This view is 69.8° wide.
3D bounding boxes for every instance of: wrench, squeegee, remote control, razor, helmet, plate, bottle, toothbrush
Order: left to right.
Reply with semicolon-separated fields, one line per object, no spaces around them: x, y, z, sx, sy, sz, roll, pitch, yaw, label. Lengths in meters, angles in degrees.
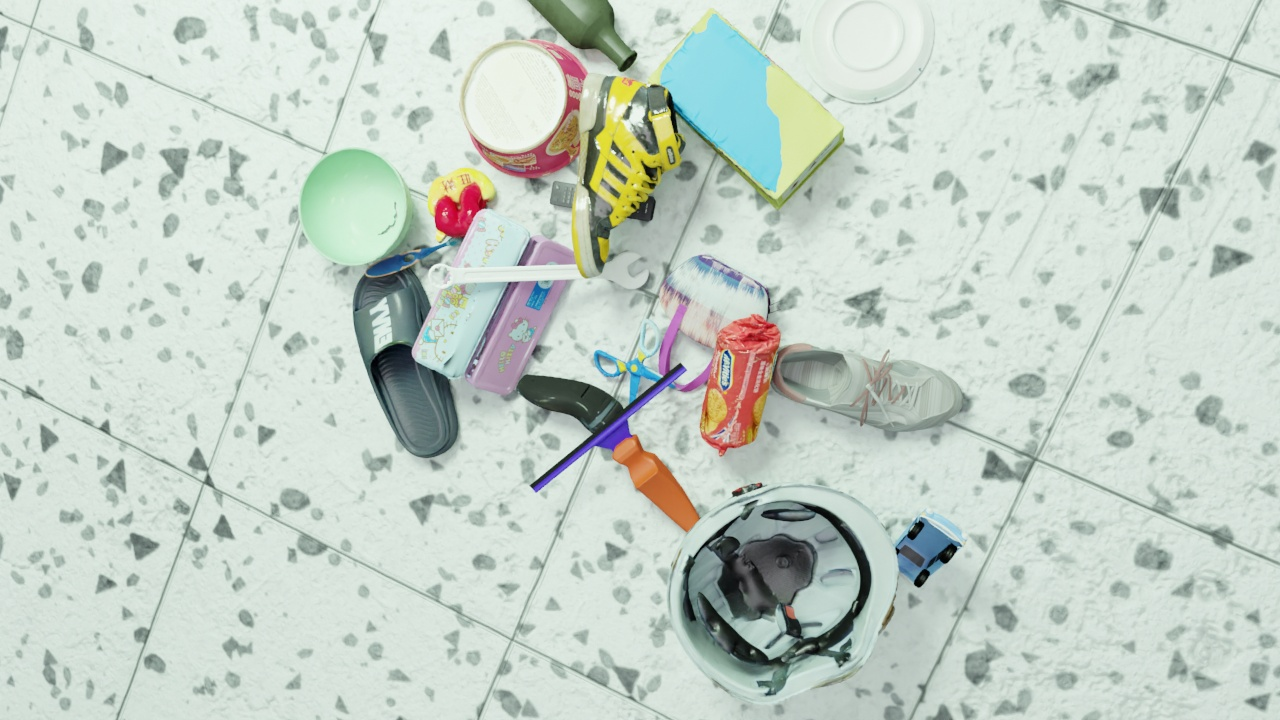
-0.295;-0.136;1.199;0.135;0.017;0.021;-22;104;-11;toothbrush
-0.122;-0.108;1.131;0.273;0.009;0.047;-3;107;-15;wrench
-0.092;0.055;1.180;0.140;0.052;0.064;17;129;16;razor
-0.085;-0.441;1.139;0.071;0.071;0.207;-44;84;10;bottle
-0.049;-0.203;1.172;0.136;0.015;0.032;12;95;13;remote control
0.015;0.148;1.155;0.250;0.055;0.185;-40;94;11;squeegee
0.163;0.254;1.081;0.264;0.163;0.236;-37;90;4;helmet
0.271;-0.389;1.101;0.157;0.014;0.157;0;92;11;plate

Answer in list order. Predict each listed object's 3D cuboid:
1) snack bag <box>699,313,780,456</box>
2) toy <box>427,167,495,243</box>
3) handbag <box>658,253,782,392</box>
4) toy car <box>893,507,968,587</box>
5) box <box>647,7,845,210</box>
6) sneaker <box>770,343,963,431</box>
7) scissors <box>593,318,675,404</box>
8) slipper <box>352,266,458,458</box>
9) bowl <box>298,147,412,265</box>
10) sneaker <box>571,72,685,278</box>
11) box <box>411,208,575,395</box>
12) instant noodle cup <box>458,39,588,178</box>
0.116;0.025;1.097;0.082;0.082;0.177;15;119;10;snack bag
-0.220;-0.184;1.182;0.105;0.067;0.137;-40;85;-11;toy
0.079;-0.039;1.137;0.144;0.068;0.170;28;104;8;handbag
0.330;0.215;1.064;0.056;0.154;0.054;36;62;16;toy car
0.126;-0.302;1.104;0.221;0.082;0.124;43;98;9;box
0.264;0.032;1.085;0.236;0.089;0.099;10;95;10;sneaker
-0.005;0.005;1.158;0.125;0.013;0.130;27;114;25;scissors
-0.321;0.003;1.203;0.111;0.083;0.268;-17;90;13;slipper
-0.361;-0.198;1.202;0.151;0.077;0.151;1;93;11;bowl
-0.011;-0.212;1.079;0.122;0.086;0.239;6;102;13;sneaker
-0.183;-0.068;1.156;0.149;0.051;0.214;23;99;-25;box
-0.150;-0.324;1.154;0.179;0.077;0.178;1;93;11;instant noodle cup
